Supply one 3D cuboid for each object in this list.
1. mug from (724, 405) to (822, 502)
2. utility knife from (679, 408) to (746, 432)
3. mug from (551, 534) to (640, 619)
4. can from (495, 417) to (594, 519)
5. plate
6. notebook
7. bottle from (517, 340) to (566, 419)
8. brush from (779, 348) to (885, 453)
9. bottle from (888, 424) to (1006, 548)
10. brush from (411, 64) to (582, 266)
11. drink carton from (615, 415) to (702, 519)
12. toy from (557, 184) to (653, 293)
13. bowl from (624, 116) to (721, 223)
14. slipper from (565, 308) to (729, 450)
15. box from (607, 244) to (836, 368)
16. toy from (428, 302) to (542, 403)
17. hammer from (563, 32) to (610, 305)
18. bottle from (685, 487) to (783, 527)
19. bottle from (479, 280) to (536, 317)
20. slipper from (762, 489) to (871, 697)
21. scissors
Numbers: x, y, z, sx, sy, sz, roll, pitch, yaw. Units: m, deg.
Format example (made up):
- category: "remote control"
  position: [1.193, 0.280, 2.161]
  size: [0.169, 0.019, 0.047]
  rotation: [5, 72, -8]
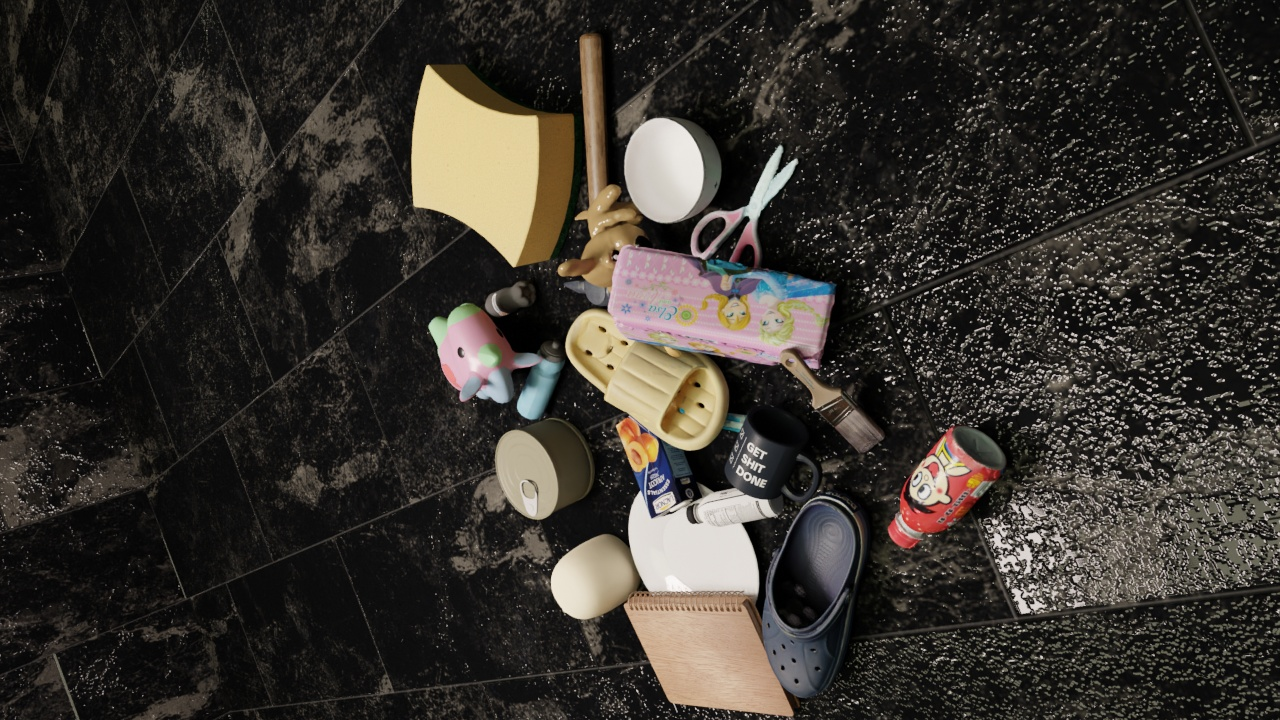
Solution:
- category: "mug"
  position: [0.151, 0.110, 1.002]
  size: [0.105, 0.071, 0.078]
  rotation: [36, 125, 26]
- category: "utility knife"
  position: [0.081, 0.067, 1.094]
  size: [0.124, 0.015, 0.022]
  rotation: [10, 107, 43]
- category: "mug"
  position: [-0.072, 0.307, 1.254]
  size: [0.096, 0.099, 0.120]
  rotation: [46, 130, 22]
- category: "can"
  position: [-0.133, 0.148, 1.278]
  size: [0.128, 0.073, 0.128]
  rotation: [15, 114, 39]
- category: "plate"
  position: [0.067, 0.245, 1.163]
  size: [0.209, 0.015, 0.209]
  rotation: [15, 114, 39]
- category: "notebook"
  position: [0.084, 0.366, 1.164]
  size: [0.211, 0.022, 0.169]
  rotation: [-15, 104, 45]
- category: "bottle"
  position: [-0.134, 0.024, 1.261]
  size: [0.040, 0.040, 0.130]
  rotation: [44, 129, 24]
- category: "brush"
  position: [0.193, 0.040, 0.932]
  size: [0.151, 0.012, 0.039]
  rotation: [43, 128, -17]
- category: "bottle"
  position: [0.288, 0.128, 0.887]
  size: [0.062, 0.061, 0.138]
  rotation: [45, 128, 24]
- category: "brush"
  position: [-0.193, -0.258, 1.199]
  size: [0.250, 0.075, 0.195]
  rotation: [32, 123, 32]
- category: "drink carton"
  position: [0.022, 0.125, 1.131]
  size: [0.064, 0.040, 0.130]
  rotation: [-37, 68, 41]
- category: "toy"
  position: [-0.033, -0.134, 1.040]
  size: [0.106, 0.134, 0.108]
  rotation: [-15, 66, 34]
- category: "bowl"
  position: [0.043, -0.209, 1.003]
  size: [0.113, 0.063, 0.113]
  rotation: [16, 114, 39]
- category: "slipper"
  position: [-0.006, 0.006, 1.091]
  size: [0.261, 0.079, 0.111]
  rotation: [33, 92, 36]
- category: "box"
  position: [0.088, -0.053, 0.985]
  size: [0.230, 0.105, 0.086]
  rotation: [11, 82, 13]
- category: "toy"
  position: [-0.224, 0.005, 1.279]
  size: [0.171, 0.120, 0.223]
  rotation: [53, 160, 23]
- category: "hammer"
  position: [-0.052, -0.226, 1.109]
  size: [0.129, 0.040, 0.322]
  rotation: [13, 111, 44]
- category: "bottle"
  position: [0.106, 0.170, 1.067]
  size: [0.116, 0.041, 0.041]
  rotation: [-18, 91, 32]
- category: "bottle"
  position: [-0.188, -0.082, 1.280]
  size: [0.110, 0.036, 0.036]
  rotation: [-16, 92, 45]
- category: "slipper"
  position: [0.180, 0.261, 1.012]
  size: [0.105, 0.095, 0.253]
  rotation: [24, 115, 33]
- category: "scissors"
  position: [0.108, -0.166, 0.993]
  size: [0.105, 0.016, 0.179]
  rotation: [40, 127, 27]
